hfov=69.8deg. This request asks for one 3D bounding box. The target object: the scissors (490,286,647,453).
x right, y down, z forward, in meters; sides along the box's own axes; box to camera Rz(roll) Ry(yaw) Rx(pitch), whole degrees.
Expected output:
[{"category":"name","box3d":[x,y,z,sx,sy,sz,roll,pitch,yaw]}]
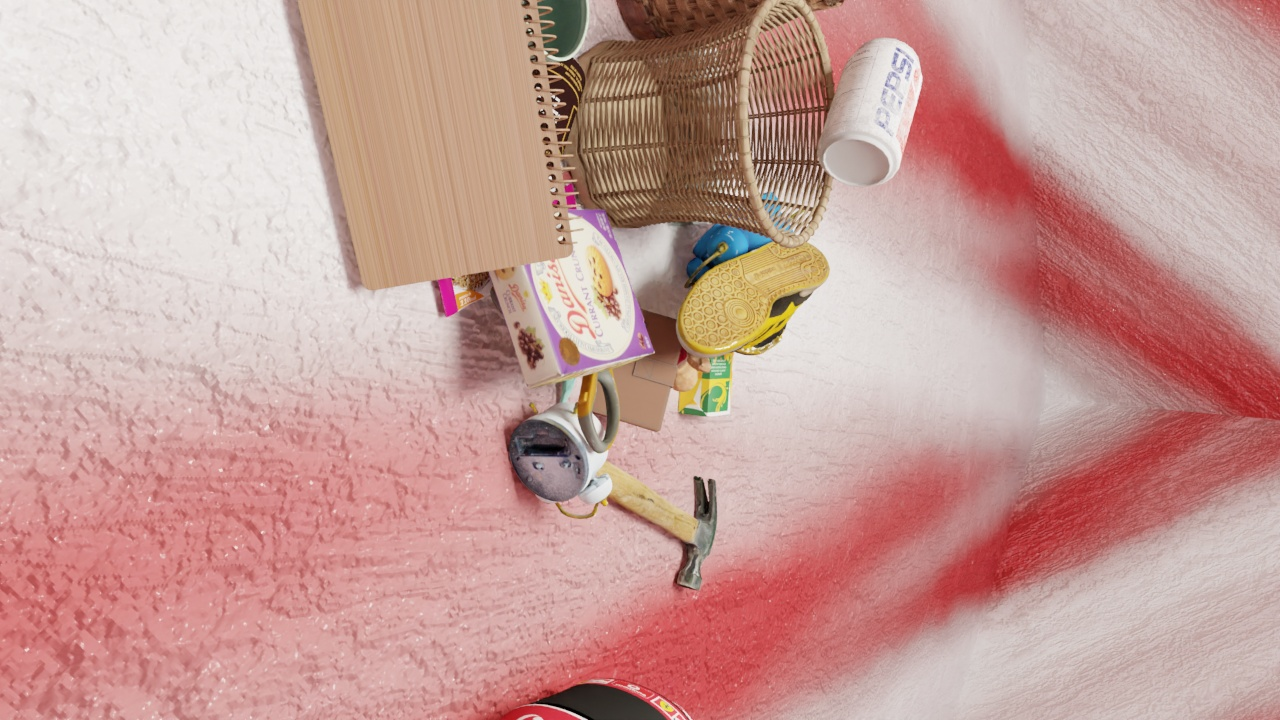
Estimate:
[{"category":"scissors","box3d":[-0.058,-0.029,0.846,0.226,0.016,0.224,37,42,-38]}]

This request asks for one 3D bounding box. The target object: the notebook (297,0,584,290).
[{"category":"notebook","box3d":[-0.136,-0.167,0.661,0.169,0.022,0.210,-11,109,-10]}]

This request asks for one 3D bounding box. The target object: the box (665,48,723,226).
[{"category":"box","box3d":[0.067,-0.252,1.038,0.084,0.071,0.199,-11,103,-36]}]

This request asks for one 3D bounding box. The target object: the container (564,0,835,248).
[{"category":"container","box3d":[0.060,-0.222,0.889,0.226,0.196,0.227,-10,102,-58]}]

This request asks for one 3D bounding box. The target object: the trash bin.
[{"category":"trash bin","box3d":[0.097,-0.401,0.915,0.151,0.210,0.151,-13,106,-56]}]

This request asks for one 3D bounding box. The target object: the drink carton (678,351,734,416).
[{"category":"drink carton","box3d":[0.081,0.004,1.106,0.058,0.041,0.122,-1,96,-57]}]

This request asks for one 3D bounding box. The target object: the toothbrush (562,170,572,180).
[{"category":"toothbrush","box3d":[-0.102,-0.153,0.825,0.183,0.016,0.015,-34,116,-52]}]

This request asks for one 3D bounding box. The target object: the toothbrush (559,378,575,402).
[{"category":"toothbrush","box3d":[-0.070,0.014,0.895,0.022,0.017,0.135,8,89,-57]}]

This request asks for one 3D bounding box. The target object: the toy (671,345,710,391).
[{"category":"toy","box3d":[0.033,0.009,1.020,0.074,0.085,0.106,62,0,18]}]

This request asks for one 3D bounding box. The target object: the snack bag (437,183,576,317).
[{"category":"snack bag","box3d":[-0.112,-0.102,0.815,0.196,0.016,0.070,-34,121,-50]}]

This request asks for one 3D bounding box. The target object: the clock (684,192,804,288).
[{"category":"clock","box3d":[0.110,-0.131,1.066,0.161,0.117,0.060,-31,81,-28]}]

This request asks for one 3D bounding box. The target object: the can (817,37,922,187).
[{"category":"can","box3d":[0.224,-0.240,0.888,0.078,0.078,0.135,53,49,-46]}]

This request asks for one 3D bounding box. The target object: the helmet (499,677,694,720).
[{"category":"helmet","box3d":[-0.029,0.412,0.857,0.224,0.198,0.271,-31,111,-51]}]

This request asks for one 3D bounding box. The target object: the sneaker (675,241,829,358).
[{"category":"sneaker","box3d":[0.103,-0.046,1.003,0.237,0.086,0.122,-30,164,-39]}]

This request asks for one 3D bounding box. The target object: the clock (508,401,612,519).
[{"category":"clock","box3d":[-0.071,0.096,0.847,0.056,0.083,0.118,-39,122,-56]}]

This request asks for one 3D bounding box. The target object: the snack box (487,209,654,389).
[{"category":"snack box","box3d":[-0.063,-0.058,0.798,0.147,0.041,0.143,-15,85,-57]}]

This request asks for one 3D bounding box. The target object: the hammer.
[{"category":"hammer","box3d":[0.005,0.156,1.023,0.330,0.033,0.132,41,62,-51]}]

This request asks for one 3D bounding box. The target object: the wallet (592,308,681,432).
[{"category":"wallet","box3d":[-0.006,0.006,0.950,0.013,0.087,0.120,138,-32,-74]}]

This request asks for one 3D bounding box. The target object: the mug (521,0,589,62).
[{"category":"mug","box3d":[-0.112,-0.280,0.707,0.111,0.104,0.084,47,56,-50]}]

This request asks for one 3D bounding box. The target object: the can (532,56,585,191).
[{"category":"can","box3d":[-0.094,-0.199,0.768,0.072,0.072,0.128,43,54,-51]}]
